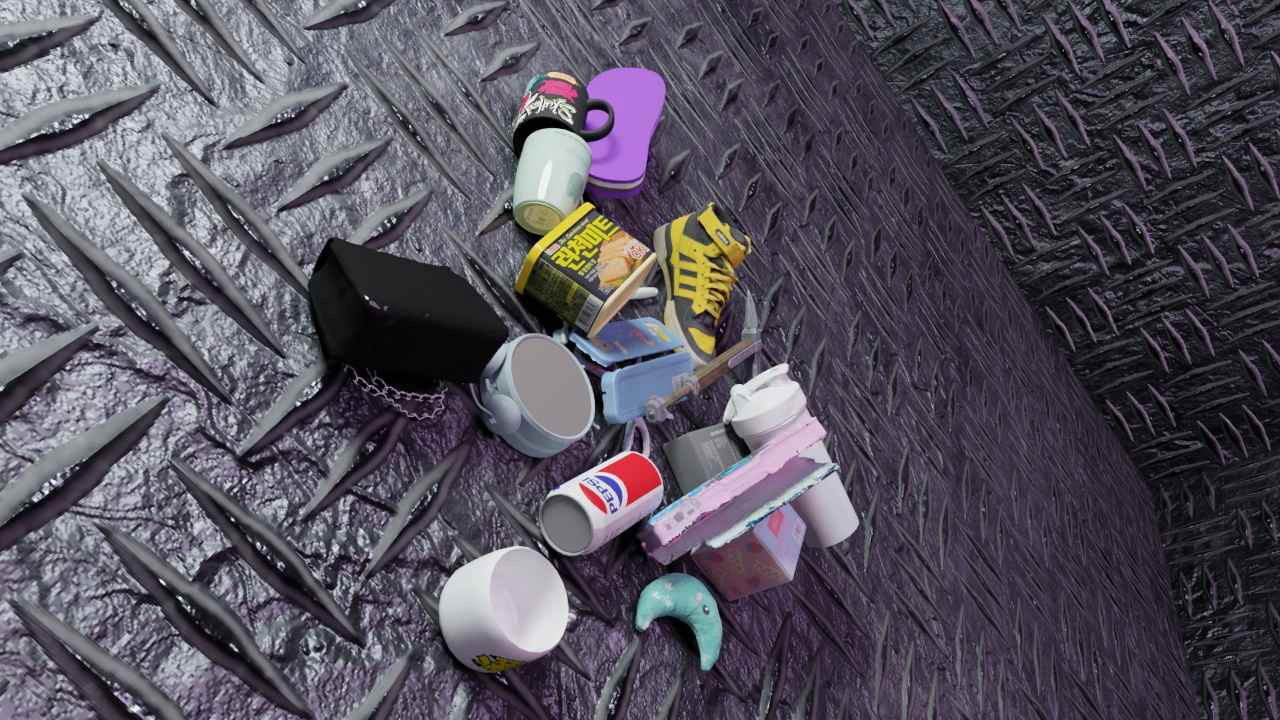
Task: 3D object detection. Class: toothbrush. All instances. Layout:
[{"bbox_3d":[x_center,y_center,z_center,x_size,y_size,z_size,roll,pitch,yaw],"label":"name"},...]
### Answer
[{"bbox_3d":[-0.021,-0.081,1.149,0.154,0.015,0.022,-13,78,-56],"label":"toothbrush"},{"bbox_3d":[-0.076,-0.099,1.077,0.222,0.027,0.027,-81,153,-43],"label":"toothbrush"}]

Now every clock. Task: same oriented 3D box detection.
[{"bbox_3d":[-0.110,0.032,0.919,0.159,0.045,0.122,13,55,-50],"label":"clock"}]

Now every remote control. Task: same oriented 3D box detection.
[{"bbox_3d":[0.048,0.232,1.009,0.033,0.015,0.146,12,57,-49],"label":"remote control"}]

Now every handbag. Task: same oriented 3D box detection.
[{"bbox_3d":[-0.217,-0.032,0.810,0.153,0.115,0.125,8,36,-47],"label":"handbag"}]

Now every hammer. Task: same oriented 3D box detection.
[{"bbox_3d":[0.085,0.013,1.144,0.315,0.028,0.147,-30,121,-58],"label":"hammer"}]

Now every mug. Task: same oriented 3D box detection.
[{"bbox_3d":[-0.107,0.211,0.769,0.115,0.068,0.094,28,45,-40],"label":"mug"},{"bbox_3d":[-0.099,-0.195,1.075,0.111,0.084,0.103,53,39,-49],"label":"mug"},{"bbox_3d":[-0.090,-0.293,1.124,0.082,0.118,0.098,83,10,-49],"label":"mug"}]

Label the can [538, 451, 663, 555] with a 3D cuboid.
[{"bbox_3d":[-0.037,0.141,0.913,0.131,0.070,0.070,-21,84,-57],"label":"can"}]

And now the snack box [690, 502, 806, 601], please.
[{"bbox_3d":[0.125,0.208,1.058,0.079,0.095,0.092,51,35,-14],"label":"snack box"}]

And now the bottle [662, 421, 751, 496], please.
[{"bbox_3d":[0.104,0.121,1.138,0.173,0.046,0.083,-10,75,-55],"label":"bottle"}]

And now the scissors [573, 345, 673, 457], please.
[{"bbox_3d":[-0.016,0.048,1.064,0.170,0.013,0.176,35,39,-39],"label":"scissors"}]

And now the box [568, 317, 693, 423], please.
[{"bbox_3d":[0.001,0.002,1.073,0.209,0.043,0.125,-14,78,-62],"label":"box"}]

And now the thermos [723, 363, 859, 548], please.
[{"bbox_3d":[0.184,0.121,1.120,0.220,0.100,0.099,62,33,-9],"label":"thermos"}]

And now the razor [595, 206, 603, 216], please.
[{"bbox_3d":[-0.050,-0.139,1.150,0.042,0.022,0.143,4,51,-11],"label":"razor"}]

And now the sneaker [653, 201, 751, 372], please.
[{"bbox_3d":[0.093,-0.104,1.221,0.086,0.122,0.238,19,51,-44],"label":"sneaker"}]

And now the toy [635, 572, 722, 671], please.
[{"bbox_3d":[0.046,0.264,0.954,0.105,0.033,0.084,35,49,-12],"label":"toy"}]

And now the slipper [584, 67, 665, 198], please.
[{"bbox_3d":[-0.030,-0.286,1.225,0.107,0.084,0.265,8,47,-1],"label":"slipper"}]

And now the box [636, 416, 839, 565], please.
[{"bbox_3d":[0.109,0.150,0.989,0.230,0.085,0.071,-29,77,-23],"label":"box"}]

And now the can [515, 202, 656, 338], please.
[{"bbox_3d":[-0.058,-0.099,1.016,0.101,0.073,0.130,36,45,5],"label":"can"}]
